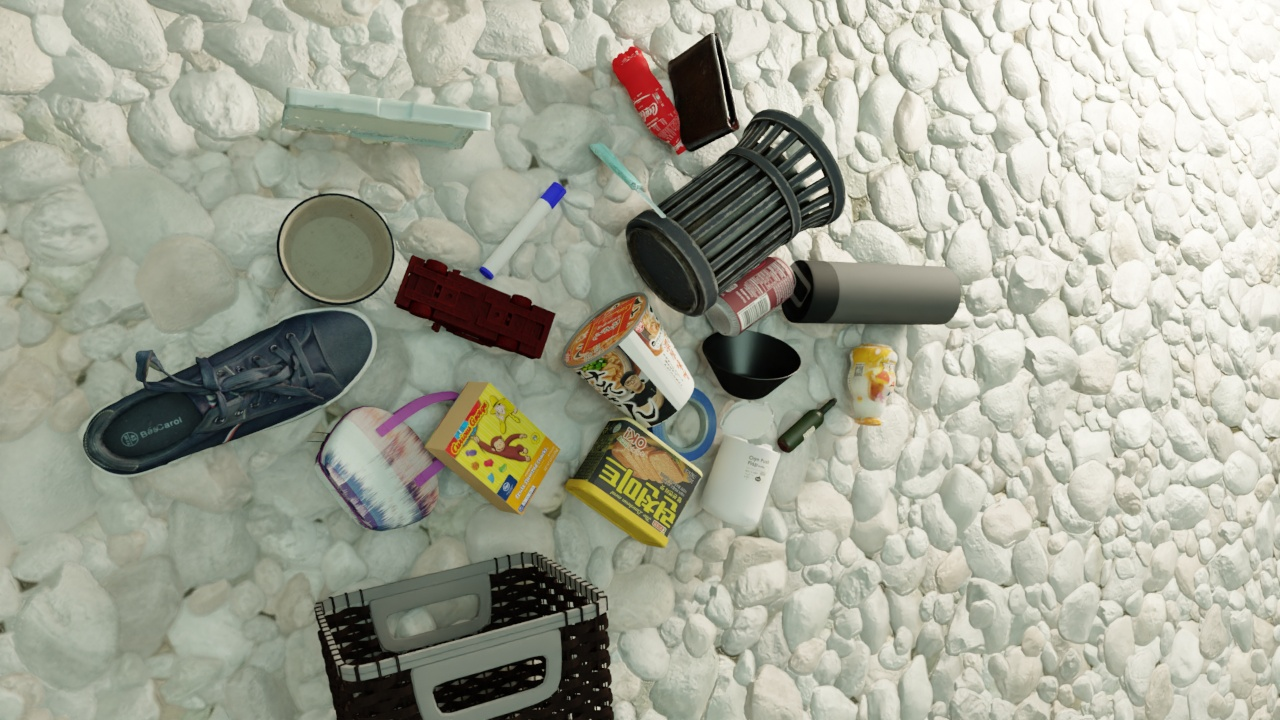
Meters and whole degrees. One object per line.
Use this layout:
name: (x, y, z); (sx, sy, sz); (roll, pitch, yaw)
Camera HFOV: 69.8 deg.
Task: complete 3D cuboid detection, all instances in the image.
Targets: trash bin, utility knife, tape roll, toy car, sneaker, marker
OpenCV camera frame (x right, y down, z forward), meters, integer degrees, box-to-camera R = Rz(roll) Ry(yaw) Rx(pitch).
trash bin: (0.108, -0.171, 1.109); (0.227, 0.164, 0.164); (-39, 102, -17)
utility knife: (-0.013, -0.212, 1.071); (0.022, 0.168, 0.015); (-1, 128, -37)
tape roll: (0.052, 0.079, 1.144); (0.091, 0.016, 0.093); (-37, 102, -21)
toy car: (-0.186, -0.056, 1.021); (0.169, 0.062, 0.070); (22, 78, -21)
sneaker: (-0.392, 0.022, 0.894); (0.293, 0.127, 0.121); (-28, 99, -25)
marker: (-0.137, -0.152, 1.072); (0.020, 0.020, 0.141); (42, 72, -16)

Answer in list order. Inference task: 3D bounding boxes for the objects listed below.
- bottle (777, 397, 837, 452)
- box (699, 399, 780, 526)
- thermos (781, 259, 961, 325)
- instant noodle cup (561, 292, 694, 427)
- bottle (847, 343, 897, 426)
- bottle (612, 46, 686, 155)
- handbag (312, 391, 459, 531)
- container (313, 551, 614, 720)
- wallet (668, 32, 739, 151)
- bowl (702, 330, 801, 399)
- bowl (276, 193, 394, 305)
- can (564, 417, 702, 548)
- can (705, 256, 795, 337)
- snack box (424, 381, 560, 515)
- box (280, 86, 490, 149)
bottle: (0.224, 0.083, 1.215); (0.105, 0.025, 0.025); (-38, 102, -21)
box: (0.128, 0.122, 1.145); (0.081, 0.092, 0.161); (22, 86, -19)
thermos: (0.308, -0.090, 1.232); (0.240, 0.082, 0.082); (0, 87, -24)
instant noodle cup: (-0.006, 0.006, 1.075); (0.123, 0.124, 0.122); (-48, 115, -19)
bottle: (0.311, 0.033, 1.237); (0.063, 0.063, 0.108); (9, 83, -23)
bottle: (0.015, -0.319, 1.137); (0.041, 0.042, 0.141); (-37, 102, -21)
handbag: (-0.253, 0.095, 0.989); (0.169, 0.068, 0.144); (-40, 103, -27)
container: (-0.169, 0.356, 0.910); (0.247, 0.246, 0.243); (-9, 94, -24)
wallet: (0.076, -0.329, 1.134); (0.031, 0.100, 0.120); (-12, 92, -31)
bowl: (0.135, 0.014, 1.152); (0.124, 0.124, 0.053); (-7, 123, -24)
bowl: (-0.322, -0.112, 0.966); (0.115, 0.059, 0.115); (2, 86, -24)
can: (-0.006, 0.143, 1.086); (0.131, 0.073, 0.100); (38, 70, -17)
can: (0.140, -0.082, 1.167); (0.114, 0.063, 0.063); (-35, 101, -22)
snack box: (-0.160, 0.097, 1.008); (0.126, 0.040, 0.088); (48, 59, -33)
box: (-0.266, -0.254, 0.956); (0.197, 0.136, 0.043); (2, 92, -24)
